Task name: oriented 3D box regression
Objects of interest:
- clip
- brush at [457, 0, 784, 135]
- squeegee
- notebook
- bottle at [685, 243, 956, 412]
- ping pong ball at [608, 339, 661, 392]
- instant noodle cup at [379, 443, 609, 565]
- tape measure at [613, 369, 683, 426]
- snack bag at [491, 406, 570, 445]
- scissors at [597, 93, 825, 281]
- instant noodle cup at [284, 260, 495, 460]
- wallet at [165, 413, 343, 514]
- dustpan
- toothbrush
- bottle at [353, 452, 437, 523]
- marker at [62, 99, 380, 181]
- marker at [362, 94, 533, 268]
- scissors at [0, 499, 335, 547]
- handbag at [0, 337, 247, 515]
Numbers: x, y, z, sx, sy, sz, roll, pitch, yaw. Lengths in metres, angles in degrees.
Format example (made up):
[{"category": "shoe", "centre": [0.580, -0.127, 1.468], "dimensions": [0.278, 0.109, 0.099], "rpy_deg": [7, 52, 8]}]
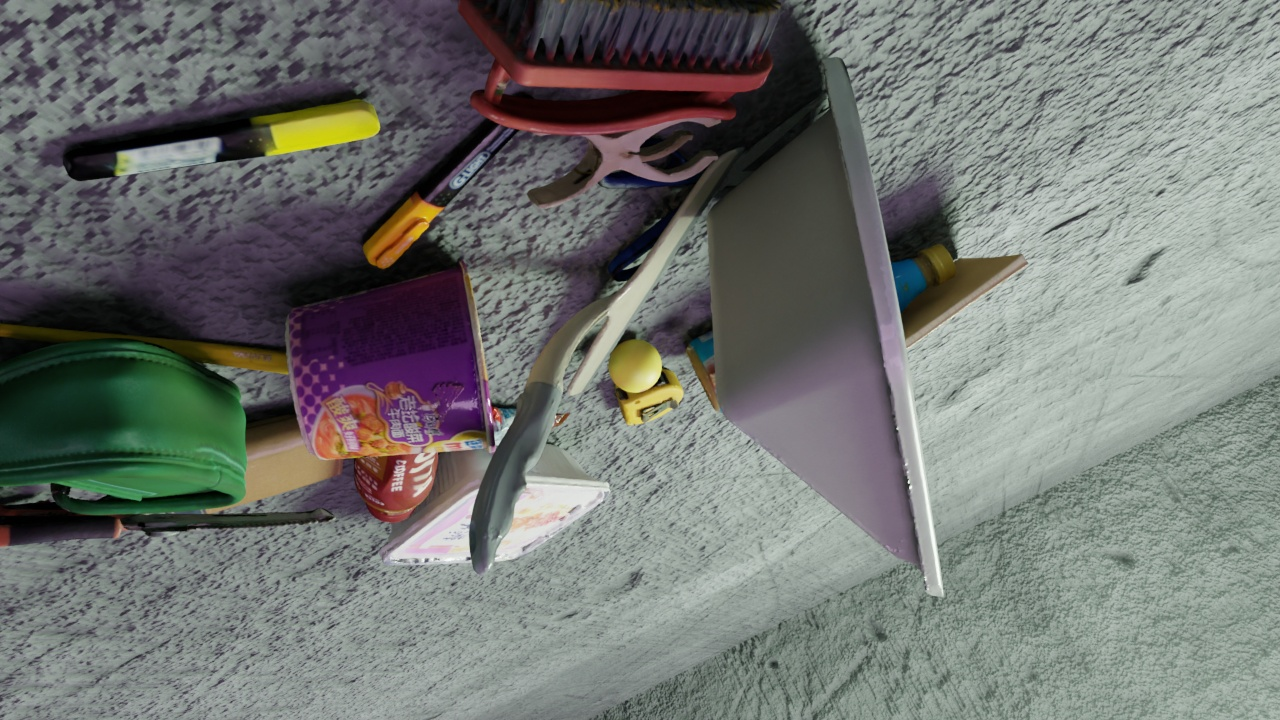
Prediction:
[{"category": "clip", "centre": [-0.010, -0.109, 0.459], "dimensions": [0.100, 0.035, 0.076], "rpy_deg": [-18, 135, -20]}, {"category": "brush", "centre": [-0.002, -0.134, 0.399], "dimensions": [0.145, 0.063, 0.069], "rpy_deg": [-9, 139, -34]}, {"category": "squeegee", "centre": [-0.048, 0.017, 0.523], "dimensions": [0.247, 0.039, 0.245], "rpy_deg": [-55, -175, 46]}, {"category": "notebook", "centre": [0.199, -0.019, 0.753], "dimensions": [0.211, 0.012, 0.149], "rpy_deg": [-36, -176, 5]}, {"category": "bottle", "centre": [0.145, -0.032, 0.731], "dimensions": [0.219, 0.065, 0.065], "rpy_deg": [-26, 155, 1]}, {"category": "ping pong ball", "centre": [-0.004, 0.004, 0.691], "dimensions": [0.040, 0.040, 0.040], "rpy_deg": [-20, 155, -10]}, {"category": "instant noodle cup", "centre": [-0.126, 0.116, 0.776], "dimensions": [0.138, 0.060, 0.173], "rpy_deg": [-37, 151, 24]}, {"category": "tape measure", "centre": [0.008, 0.033, 0.773], "dimensions": [0.057, 0.029, 0.060], "rpy_deg": [-23, 155, -6]}, {"category": "snack bag", "centre": [-0.099, 0.052, 0.714], "dimensions": [0.045, 0.026, 0.105], "rpy_deg": [-46, 150, 21]}, {"category": "scissors", "centre": [0.035, -0.104, 0.551], "dimensions": [0.176, 0.012, 0.162], "rpy_deg": [-42, 151, 27]}, {"category": "instant noodle cup", "centre": [-0.136, 0.006, 0.505], "dimensions": [0.099, 0.111, 0.112], "rpy_deg": [-11, 152, -12]}, {"category": "wallet", "centre": [-0.254, 0.067, 0.598], "dimensions": [0.115, 0.033, 0.090], "rpy_deg": [-14, 156, -24]}, {"category": "dustpan", "centre": [0.135, -0.029, 0.513], "dimensions": [0.257, 0.222, 0.143], "rpy_deg": [32, 131, -31]}, {"category": "toothbrush", "centre": [-0.256, -0.004, 0.473], "dimensions": [0.016, 0.016, 0.189], "rpy_deg": [-39, 152, 29]}, {"category": "bottle", "centre": [-0.167, 0.060, 0.630], "dimensions": [0.057, 0.057, 0.175], "rpy_deg": [-13, 152, -25]}, {"category": "marker", "centre": [-0.172, -0.092, 0.383], "dimensions": [0.124, 0.015, 0.018], "rpy_deg": [-14, 152, -16]}, {"category": "marker", "centre": [-0.096, -0.088, 0.458], "dimensions": [0.124, 0.015, 0.018], "rpy_deg": [-39, 159, 22]}, {"category": "scissors", "centre": [-0.291, 0.093, 0.541], "dimensions": [0.209, 0.015, 0.177], "rpy_deg": [0, -179, -43]}, {"category": "handbag", "centre": [-0.272, 0.044, 0.467], "dimensions": [0.120, 0.068, 0.131], "rpy_deg": [-13, 165, 1]}]
